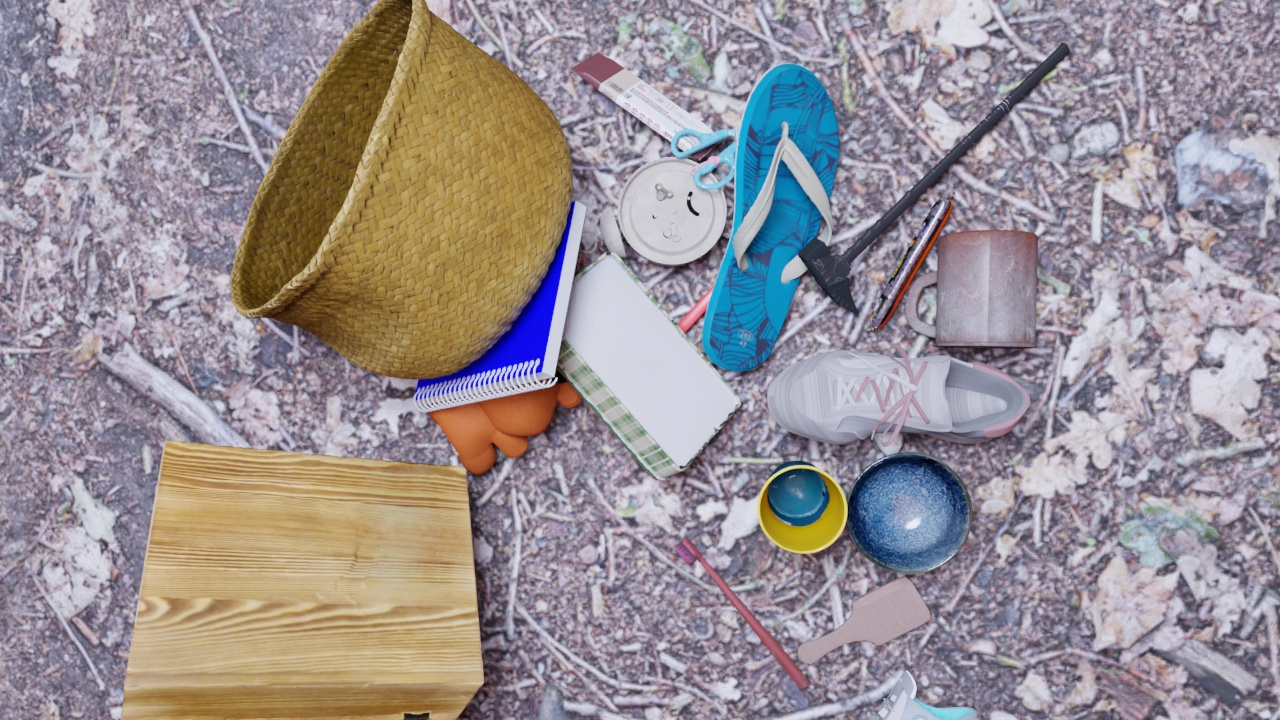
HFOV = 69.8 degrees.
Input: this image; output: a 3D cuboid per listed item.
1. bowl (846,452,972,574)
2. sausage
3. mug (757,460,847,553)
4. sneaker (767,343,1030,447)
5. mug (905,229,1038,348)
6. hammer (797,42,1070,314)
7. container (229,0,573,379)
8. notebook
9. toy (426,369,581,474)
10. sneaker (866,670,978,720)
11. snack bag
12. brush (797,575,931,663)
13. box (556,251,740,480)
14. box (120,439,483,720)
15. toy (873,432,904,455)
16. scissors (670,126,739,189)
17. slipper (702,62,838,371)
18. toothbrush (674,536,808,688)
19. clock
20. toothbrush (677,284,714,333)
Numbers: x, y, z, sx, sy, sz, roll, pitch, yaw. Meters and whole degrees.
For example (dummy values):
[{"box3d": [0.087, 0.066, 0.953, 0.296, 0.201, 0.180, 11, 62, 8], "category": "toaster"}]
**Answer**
[{"box3d": [0.253, 0.141, 0.878, 0.114, 0.060, 0.114, 0, 92, 9], "category": "bowl"}, {"box3d": [0.260, -0.093, 0.884, 0.020, 0.020, 0.155, 29, 102, 6], "category": "sausage"}, {"box3d": [0.149, 0.130, 0.861, 0.078, 0.121, 0.078, 0, 90, 7], "category": "mug"}, {"box3d": [0.238, 0.030, 0.831, 0.236, 0.090, 0.099, 2, 74, -6], "category": "sneaker"}, {"box3d": [0.308, -0.064, 0.861, 0.123, 0.096, 0.110, 2, 85, 38], "category": "mug"}, {"box3d": [0.291, -0.180, 0.877, 0.325, 0.015, 0.095, -44, 125, 0], "category": "hammer"}, {"box3d": [-0.203, -0.141, 0.816, 0.196, 0.307, 0.307, 25, 96, -37], "category": "container"}, {"box3d": [-0.136, -0.043, 0.857, 0.210, 0.022, 0.171, -12, 62, 46], "category": "notebook"}, {"box3d": [-0.135, 0.037, 0.913, 0.176, 0.096, 0.112, -35, 86, 29], "category": "toy"}, {"box3d": [0.193, 0.365, 0.883, 0.257, 0.093, 0.160, 17, 85, 8], "category": "sneaker"}, {"box3d": [0.007, -0.254, 0.914, 0.158, 0.056, 0.013, 36, 136, 5], "category": "snack bag"}, {"box3d": [0.217, 0.263, 0.910, 0.136, 0.015, 0.050, -32, 86, 13], "category": "brush"}, {"box3d": [-0.005, 0.005, 0.877, 0.205, 0.051, 0.117, 48, 55, -7], "category": "box"}, {"box3d": [-0.333, 0.295, 0.871, 0.278, 0.285, 0.337, 10, 134, -27], "category": "box"}, {"box3d": [0.211, 0.044, 0.891, 0.122, 0.038, 0.079, 16, 85, -1], "category": "toy"}, {"box3d": [0.086, -0.222, 0.895, 0.076, 0.015, 0.141, 42, 63, 11], "category": "scissors"}, {"box3d": [0.133, -0.129, 0.869, 0.118, 0.060, 0.295, 11, 97, -30], "category": "slipper"}, {"box3d": [0.101, 0.254, 0.923, 0.016, 0.016, 0.190, -42, 86, 11], "category": "toothbrush"}, {"box3d": [0.011, -0.136, 0.907, 0.157, 0.061, 0.103, -17, 87, 0], "category": "clock"}, {"box3d": [0.052, -0.043, 0.927, 0.012, 0.018, 0.213, 44, 100, 5], "category": "toothbrush"}]
